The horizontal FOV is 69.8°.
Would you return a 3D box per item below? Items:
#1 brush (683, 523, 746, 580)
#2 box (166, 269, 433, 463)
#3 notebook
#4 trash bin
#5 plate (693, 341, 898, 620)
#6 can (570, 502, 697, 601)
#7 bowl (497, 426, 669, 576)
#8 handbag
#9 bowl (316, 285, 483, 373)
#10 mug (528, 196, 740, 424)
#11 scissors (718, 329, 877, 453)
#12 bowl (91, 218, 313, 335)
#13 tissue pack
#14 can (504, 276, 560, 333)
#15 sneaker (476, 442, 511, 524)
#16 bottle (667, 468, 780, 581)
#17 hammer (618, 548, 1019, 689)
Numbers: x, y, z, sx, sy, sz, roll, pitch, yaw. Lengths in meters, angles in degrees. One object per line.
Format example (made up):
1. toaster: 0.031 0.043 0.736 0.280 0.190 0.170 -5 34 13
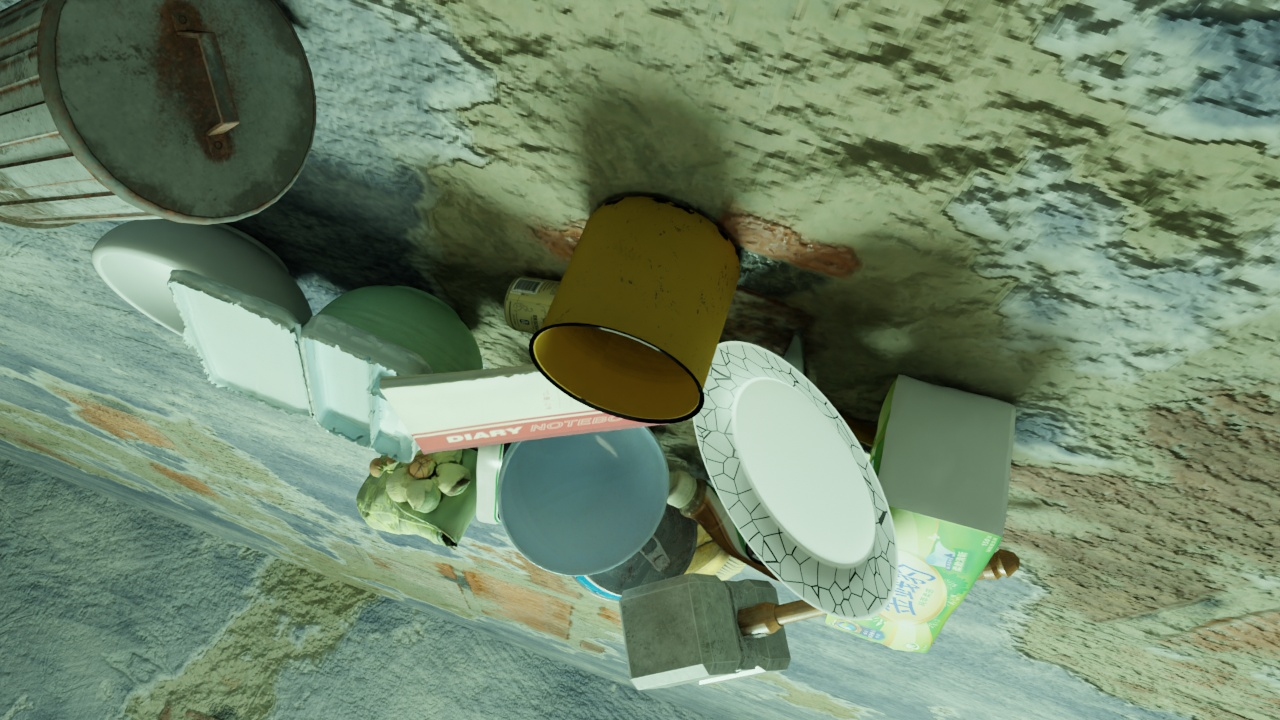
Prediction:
1. brush: 0.074 0.212 1.001 0.043 0.059 0.196 15 158 -9
2. box: -0.250 0.011 0.693 0.189 0.037 0.209 24 153 -3
3. notebook: -0.064 0.030 0.655 0.208 0.012 0.153 -7 159 -4
4. trash bin: -0.280 -0.135 0.485 0.211 0.130 0.131 3 150 36
5. plate: 0.095 0.072 0.573 0.188 0.016 0.189 46 150 36
6. can: -0.013 0.164 0.882 0.130 0.129 0.044 25 155 -11
7. bowl: -0.058 0.106 0.806 0.150 0.150 0.075 30 176 -20
8. handbag: -0.261 0.143 1.056 0.187 0.113 0.117 3 143 34
9. bowl: -0.187 -0.009 0.727 0.151 0.076 0.151 17 154 8
10. mug: -0.005 -0.026 0.534 0.100 0.094 0.124 27 152 -13
11. scissors: 0.121 0.042 0.672 0.217 0.016 0.226 18 153 7
12. bowl: -0.340 -0.064 0.745 0.176 0.066 0.177 17 155 8
13. tissue pack: 0.154 0.102 0.628 0.141 0.120 0.198 14 137 11
14. can: -0.048 -0.033 0.620 0.079 0.038 0.038 10 153 21
15. sneaker: -0.121 0.116 0.935 0.079 0.084 0.236 9 155 -5
16. bottle: 0.089 0.152 0.865 0.167 0.059 0.059 33 152 -25
17. hammer: 0.157 0.204 0.770 0.318 0.082 0.162 -22 155 28
